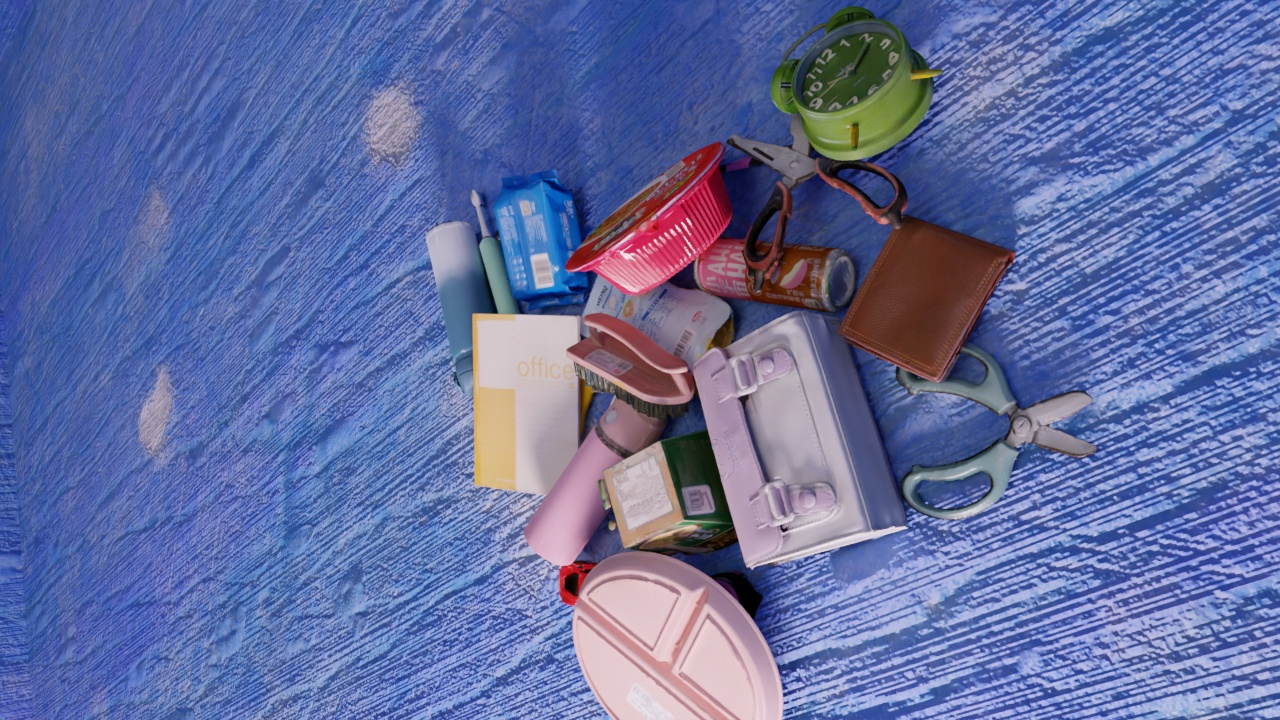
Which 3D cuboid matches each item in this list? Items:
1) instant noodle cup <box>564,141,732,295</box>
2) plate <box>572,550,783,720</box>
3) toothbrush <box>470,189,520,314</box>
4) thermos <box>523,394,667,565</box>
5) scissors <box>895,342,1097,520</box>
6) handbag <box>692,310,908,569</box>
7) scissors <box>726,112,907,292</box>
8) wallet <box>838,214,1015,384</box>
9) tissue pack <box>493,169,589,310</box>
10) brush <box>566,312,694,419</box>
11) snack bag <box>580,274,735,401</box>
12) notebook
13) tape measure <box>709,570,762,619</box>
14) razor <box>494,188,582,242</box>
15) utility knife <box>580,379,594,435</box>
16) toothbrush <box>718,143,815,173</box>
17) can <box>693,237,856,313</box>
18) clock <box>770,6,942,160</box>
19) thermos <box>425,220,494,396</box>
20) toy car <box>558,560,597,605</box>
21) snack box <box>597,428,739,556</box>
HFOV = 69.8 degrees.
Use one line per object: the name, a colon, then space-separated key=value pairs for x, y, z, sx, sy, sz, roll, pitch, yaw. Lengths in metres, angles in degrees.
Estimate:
instant noodle cup: x=0.020 y=-0.128 z=0.894 sx=0.194 sy=0.193 sz=0.066 roll=-29 pitch=110 yaw=35
plate: x=0.025 y=0.287 z=0.862 sx=0.230 sy=0.028 sz=0.230 roll=15 pitch=117 yaw=31
toothbrush: x=-0.180 y=-0.119 z=1.137 sx=0.027 sy=0.027 sz=0.224 roll=-30 pitch=67 yaw=27
thermos: x=-0.049 y=0.117 z=0.975 sx=0.199 sy=0.067 sz=0.087 roll=-57 pitch=32 yaw=16
scissors: x=0.269 y=0.040 z=0.741 sx=0.173 sy=0.019 sz=0.178 roll=-36 pitch=63 yaw=34
handbag: x=0.130 y=0.072 z=0.811 sx=0.145 sy=0.098 sz=0.196 roll=-30 pitch=66 yaw=41
scissors: x=0.149 y=-0.163 z=0.823 sx=0.189 sy=0.015 sz=0.222 roll=-4 pitch=65 yaw=36
wallet: x=0.236 y=-0.052 z=0.761 sx=0.101 sy=0.032 sz=0.124 roll=31 pitch=94 yaw=38
tissue pack: x=-0.112 y=-0.137 z=1.046 sx=0.095 sy=0.052 sz=0.157 roll=-3 pitch=102 yaw=40
brush: x=-0.005 y=0.005 z=0.903 sx=0.146 sy=0.063 sz=0.073 roll=29 pitch=133 yaw=39
snack bag: x=0.011 y=-0.043 z=0.959 sx=0.191 sy=0.038 sz=0.110 roll=33 pitch=114 yaw=39
notebook: x=-0.131 y=0.050 z=1.046 sx=0.146 sy=0.010 sz=0.206 roll=4 pitch=96 yaw=27
tape measure: x=0.083 y=0.229 z=0.868 sx=0.058 sy=0.039 sz=0.057 roll=30 pitch=105 yaw=34
razor: x=-0.123 y=-0.165 z=1.096 sx=0.143 sy=0.022 sz=0.042 roll=-13 pitch=98 yaw=39
utility knife: x=-0.067 y=0.047 z=1.030 sx=0.033 sy=0.015 sz=0.155 roll=29 pitch=105 yaw=21
toothbrush: x=0.146 y=-0.202 z=0.872 sx=0.190 sy=0.017 sz=0.014 roll=-5 pitch=73 yaw=42
can: x=0.123 y=-0.081 z=0.852 sx=0.147 sy=0.057 sz=0.058 roll=12 pitch=94 yaw=41
clock: x=0.180 y=-0.246 z=0.801 sx=0.116 sy=0.056 sz=0.161 roll=-41 pitch=47 yaw=8
thermos: x=-0.216 y=-0.064 z=1.137 sx=0.070 sy=0.070 sz=0.220 roll=-29 pitch=67 yaw=35
toy car: x=-0.046 y=0.242 z=0.983 sx=0.106 sy=0.031 sz=0.049 roll=-4 pitch=84 yaw=38
snack box: x=0.035 y=0.127 z=0.875 sx=0.118 sy=0.105 sz=0.118 roll=-32 pitch=67 yaw=34
